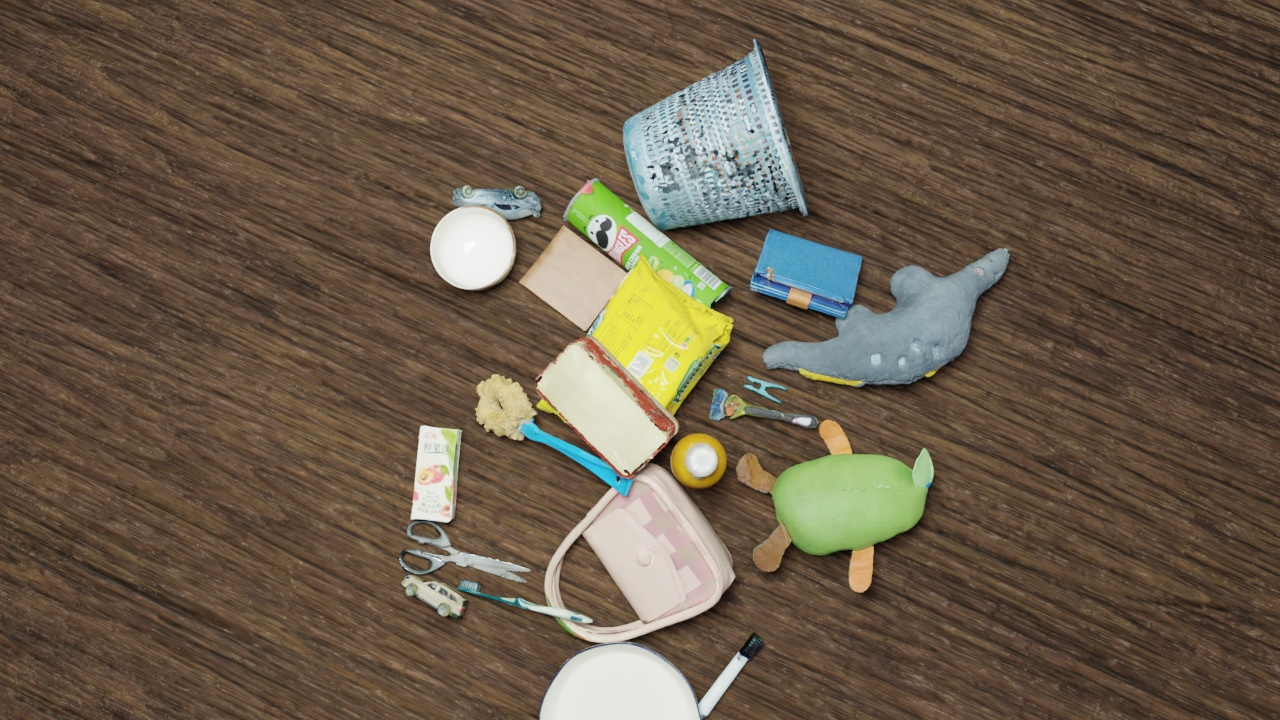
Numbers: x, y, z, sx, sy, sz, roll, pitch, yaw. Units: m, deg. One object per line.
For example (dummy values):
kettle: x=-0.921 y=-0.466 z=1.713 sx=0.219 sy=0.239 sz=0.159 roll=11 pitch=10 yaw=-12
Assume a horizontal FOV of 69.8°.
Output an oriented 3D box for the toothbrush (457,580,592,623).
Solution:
toothbrush: x=-0.150 y=0.312 z=1.186 sx=0.192 sy=0.016 sz=0.018 roll=9 pitch=74 yaw=17

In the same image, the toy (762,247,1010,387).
toy: x=0.341 y=-0.041 z=1.189 sx=0.356 sy=0.091 sz=0.137 roll=-27 pitch=55 yaw=-2

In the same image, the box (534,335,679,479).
box: x=-0.041 y=0.056 z=1.113 sx=0.168 sy=0.079 sz=0.091 roll=45 pitch=106 yaw=2

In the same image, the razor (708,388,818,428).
razor: x=0.162 y=0.070 z=1.203 sx=0.143 sy=0.022 sz=0.042 roll=11 pitch=86 yaw=12

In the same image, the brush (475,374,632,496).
brush: x=-0.114 y=0.099 z=1.175 sx=0.255 sy=0.045 sz=0.083 roll=29 pitch=109 yaw=22

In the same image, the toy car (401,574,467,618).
toy car: x=-0.269 y=0.306 z=1.198 sx=0.090 sy=0.042 sz=0.035 roll=27 pitch=76 yaw=4

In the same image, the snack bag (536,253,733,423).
snack bag: x=-0.007 y=0.007 z=1.174 sx=0.158 sy=0.068 sz=0.247 roll=36 pitch=104 yaw=7

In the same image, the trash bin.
trash bin: x=0.091 y=-0.265 z=1.171 sx=0.195 sy=0.226 sz=0.226 roll=-16 pitch=83 yaw=14

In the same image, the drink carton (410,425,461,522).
drink carton: x=-0.268 y=0.149 z=1.212 sx=0.053 sy=0.045 sz=0.122 roll=4 pitch=85 yaw=-2

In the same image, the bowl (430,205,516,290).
bowl: x=-0.219 y=-0.145 z=1.234 sx=0.113 sy=0.062 sz=0.113 roll=-1 pitch=83 yaw=4

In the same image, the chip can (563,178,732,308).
chip can: x=0.009 y=-0.143 z=1.217 sx=0.236 sy=0.072 sz=0.072 roll=39 pitch=87 yaw=6

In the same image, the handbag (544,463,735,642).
handbag: x=-0.017 y=0.264 z=1.179 sx=0.234 sy=0.093 sz=0.193 roll=-36 pitch=84 yaw=10

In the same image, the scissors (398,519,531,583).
scissors: x=-0.237 y=0.270 z=1.216 sx=0.145 sy=0.014 sz=0.172 roll=-39 pitch=86 yaw=-3

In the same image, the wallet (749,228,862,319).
wallet: x=0.219 y=-0.115 z=1.207 sx=0.133 sy=0.040 sz=0.106 roll=18 pitch=54 yaw=6

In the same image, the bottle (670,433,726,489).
bottle: x=0.071 y=0.123 z=1.126 sx=0.068 sy=0.189 sz=0.068 roll=0 pitch=84 yaw=1

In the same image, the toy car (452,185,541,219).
toy car: x=-0.194 y=-0.213 z=1.244 sx=0.120 sy=0.054 sz=0.036 roll=4 pitch=82 yaw=4

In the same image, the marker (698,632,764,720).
marker: x=0.114 y=0.407 z=1.180 sx=0.022 sy=0.018 sz=0.130 roll=37 pitch=86 yaw=-2

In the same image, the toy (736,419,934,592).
toy: x=0.250 y=0.180 z=1.162 sx=0.247 sy=0.090 sz=0.226 roll=-7 pitch=69 yaw=-1

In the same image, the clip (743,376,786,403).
clip: x=0.165 y=0.037 z=1.220 sx=0.056 sy=0.014 sz=0.041 roll=23 pitch=85 yaw=3

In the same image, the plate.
plate: x=-0.024 y=0.459 z=1.164 sx=0.205 sy=0.045 sz=0.204 roll=-1 pitch=84 yaw=5

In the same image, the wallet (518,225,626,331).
wallet: x=-0.090 y=-0.111 z=1.246 sx=0.115 sy=0.020 sz=0.101 roll=38 pitch=86 yaw=3
